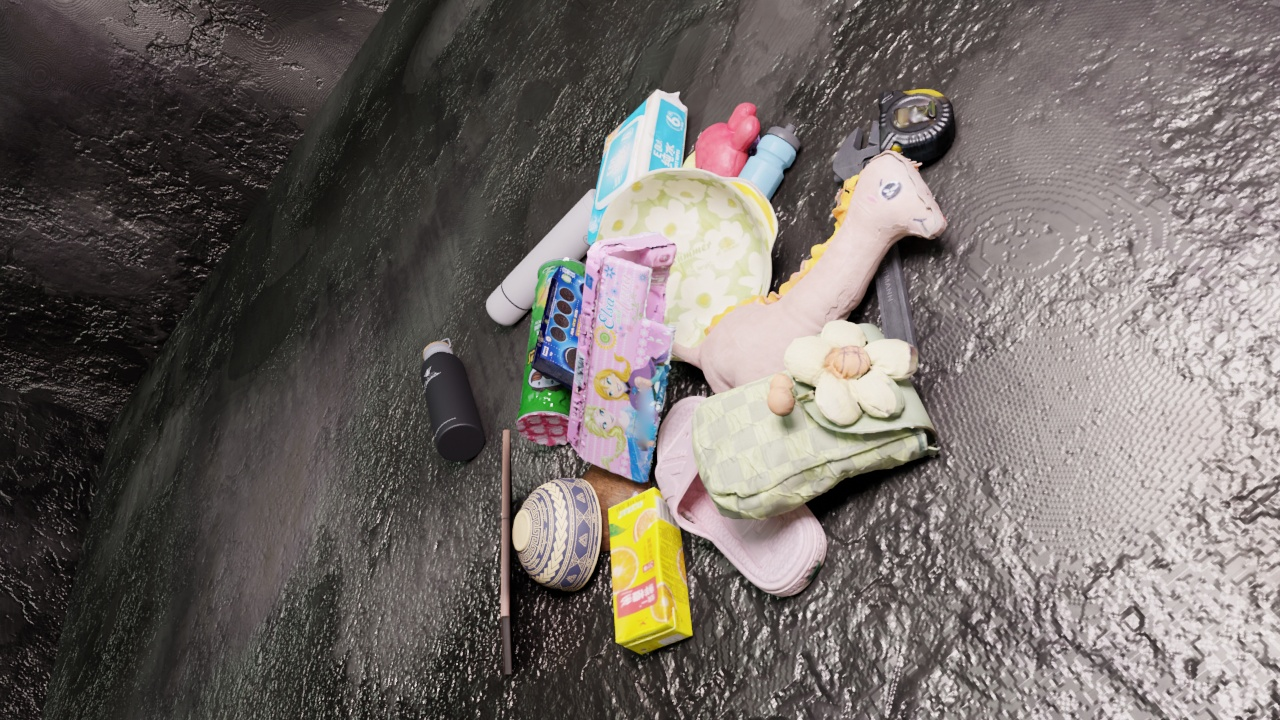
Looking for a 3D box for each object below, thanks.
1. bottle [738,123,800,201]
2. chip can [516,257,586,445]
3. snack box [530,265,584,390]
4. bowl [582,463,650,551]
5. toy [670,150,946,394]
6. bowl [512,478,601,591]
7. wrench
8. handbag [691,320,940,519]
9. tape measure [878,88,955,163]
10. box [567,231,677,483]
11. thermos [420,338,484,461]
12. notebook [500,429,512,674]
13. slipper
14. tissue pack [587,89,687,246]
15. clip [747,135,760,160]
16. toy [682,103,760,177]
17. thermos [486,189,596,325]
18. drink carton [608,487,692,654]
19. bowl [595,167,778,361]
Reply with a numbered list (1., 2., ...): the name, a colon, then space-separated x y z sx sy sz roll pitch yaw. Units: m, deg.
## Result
1. bottle: 0.122 -0.185 0.942 0.130 0.040 0.040 -59 35 4
2. chip can: -0.096 -0.015 1.071 0.076 0.075 0.222 -27 47 39
3. snack box: -0.070 -0.033 1.018 0.027 0.082 0.149 -45 27 40
4. bowl: -0.035 0.135 0.929 0.102 0.026 0.114 -44 38 23
5. toy: 0.135 -0.069 0.798 0.196 0.065 0.265 38 109 37
6. bowl: -0.092 0.172 0.918 0.113 0.061 0.112 -27 58 55
7. wrench: 0.210 -0.106 0.798 0.073 0.018 0.272 -29 47 38
8. handbag: 0.124 0.042 0.691 0.186 0.117 0.113 -23 52 7
9. tape measure: 0.239 -0.204 0.794 0.063 0.038 0.067 -3 61 23
10. box: -0.004 0.006 0.852 0.096 0.085 0.231 41 134 40
11. thermos: -0.263 0.042 1.250 0.061 0.061 0.231 -50 36 16
12. notebook: -0.138 0.198 0.955 0.142 0.008 0.208 98 169 -49
13. slipper: 0.066 0.107 0.789 0.094 0.064 0.239 -54 37 10
14. tissue pack: -0.001 -0.226 1.099 0.117 0.066 0.208 -29 44 49
15. clip: 0.124 -0.231 0.997 0.036 0.013 0.053 -26 50 41
16. toy: 0.086 -0.221 0.998 0.135 0.045 0.091 -44 42 45
17. thermos: -0.119 -0.128 1.194 0.225 0.052 0.052 -42 39 26
18. drink carton: 0.007 0.188 0.822 0.059 0.043 0.134 -29 44 25
19. bowl: 0.048 -0.095 0.906 0.220 0.060 0.188 -35 83 28
